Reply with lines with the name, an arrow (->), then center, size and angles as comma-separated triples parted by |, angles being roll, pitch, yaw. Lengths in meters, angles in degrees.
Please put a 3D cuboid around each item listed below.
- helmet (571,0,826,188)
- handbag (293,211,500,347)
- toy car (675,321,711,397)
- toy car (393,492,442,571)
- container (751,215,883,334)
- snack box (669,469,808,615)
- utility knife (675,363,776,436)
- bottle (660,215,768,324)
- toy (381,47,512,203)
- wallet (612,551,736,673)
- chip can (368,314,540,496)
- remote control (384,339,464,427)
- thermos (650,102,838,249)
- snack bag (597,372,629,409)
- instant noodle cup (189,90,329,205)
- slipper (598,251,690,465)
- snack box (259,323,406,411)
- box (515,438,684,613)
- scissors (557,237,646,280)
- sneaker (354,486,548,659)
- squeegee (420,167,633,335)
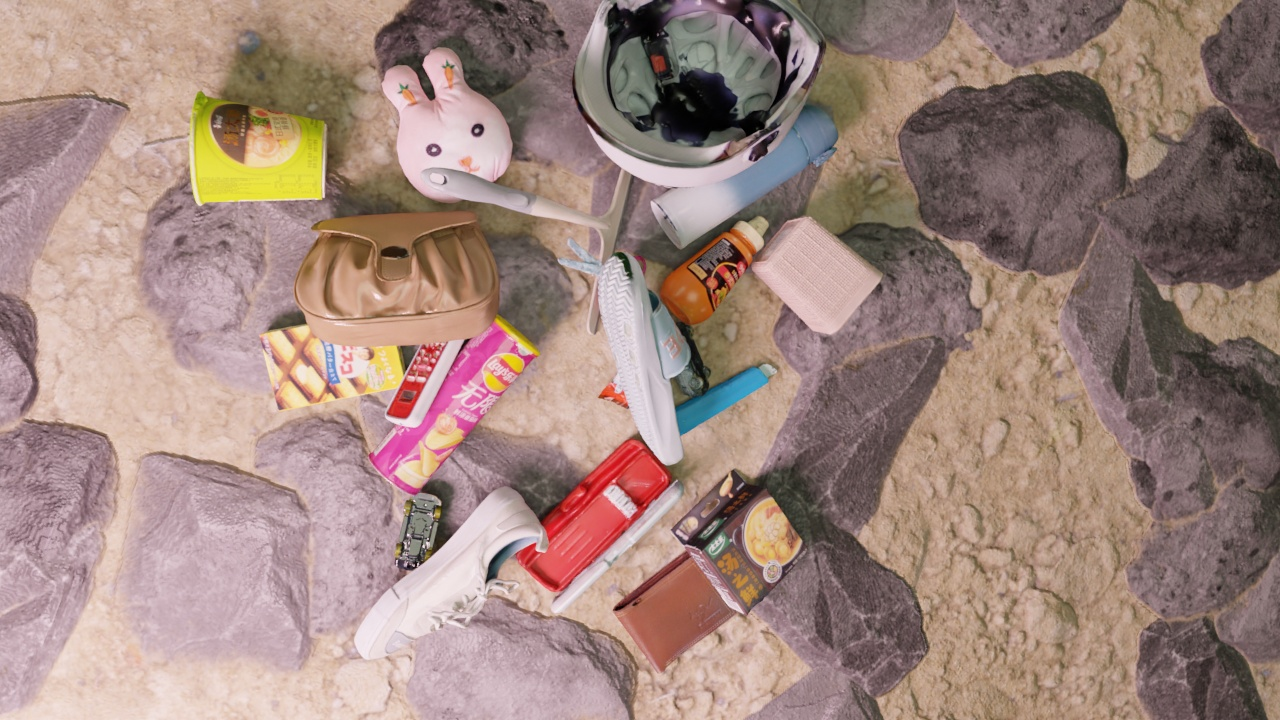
helmet -> 0.053, -0.279, 0.957 | 0.229, 0.146, 0.258 | 39, 77, 11
handbag -> -0.251, -0.092, 0.954 | 0.204, 0.100, 0.147 | -5, 62, -9
toy car -> 0.053, 0.000, 1.059 | 0.034, 0.042, 0.090 | -14, 107, 27
toy car -> -0.252, 0.192, 1.039 | 0.042, 0.035, 0.090 | 12, 95, -12
container -> 0.196, -0.101, 1.045 | 0.111, 0.090, 0.090 | 40, 90, -8
snack box -> 0.118, 0.213, 1.082 | 0.113, 0.053, 0.125 | -41, 107, -19
utility knife -> 0.091, 0.046, 1.083 | 0.159, 0.018, 0.034 | -29, 105, -6
bottle -> 0.091, -0.109, 1.043 | 0.149, 0.067, 0.067 | -45, 102, -8
toy -> -0.210, -0.251, 0.979 | 0.121, 0.054, 0.159 | -28, 93, -5
wallet -> 0.042, 0.303, 1.104 | 0.124, 0.032, 0.101 | -37, 104, -3
chip can -> -0.204, 0.048, 1.009 | 0.071, 0.071, 0.210 | 41, 91, -12
remote control -> -0.229, 0.008, 0.989 | 0.020, 0.056, 0.135 | 39, 67, -40
thermos -> 0.119, -0.208, 1.028 | 0.220, 0.070, 0.070 | -33, 101, -3
snack bag -> -0.006, 0.006, 1.057 | 0.048, 0.026, 0.104 | 25, 92, -32
instant noodle cup -> -0.383, -0.210, 0.933 | 0.123, 0.112, 0.112 | 1, 97, -18
slipper -> 0.017, 0.000, 0.996 | 0.074, 0.104, 0.245 | -20, 113, -13
snack box -> -0.333, -0.002, 1.002 | 0.140, 0.034, 0.087 | -11, 100, -9
box -> -0.043, 0.190, 1.039 | 0.201, 0.101, 0.095 | -44, 103, -2
scissors -> -0.038, -0.107, 1.007 | 0.083, 0.017, 0.137 | -52, 139, -4
sneaker -> -0.202, 0.255, 1.017 | 0.242, 0.089, 0.091 | -44, 68, -7
squeegee -> -0.109, -0.162, 0.959 | 0.246, 0.039, 0.246 | 11, 96, -36
